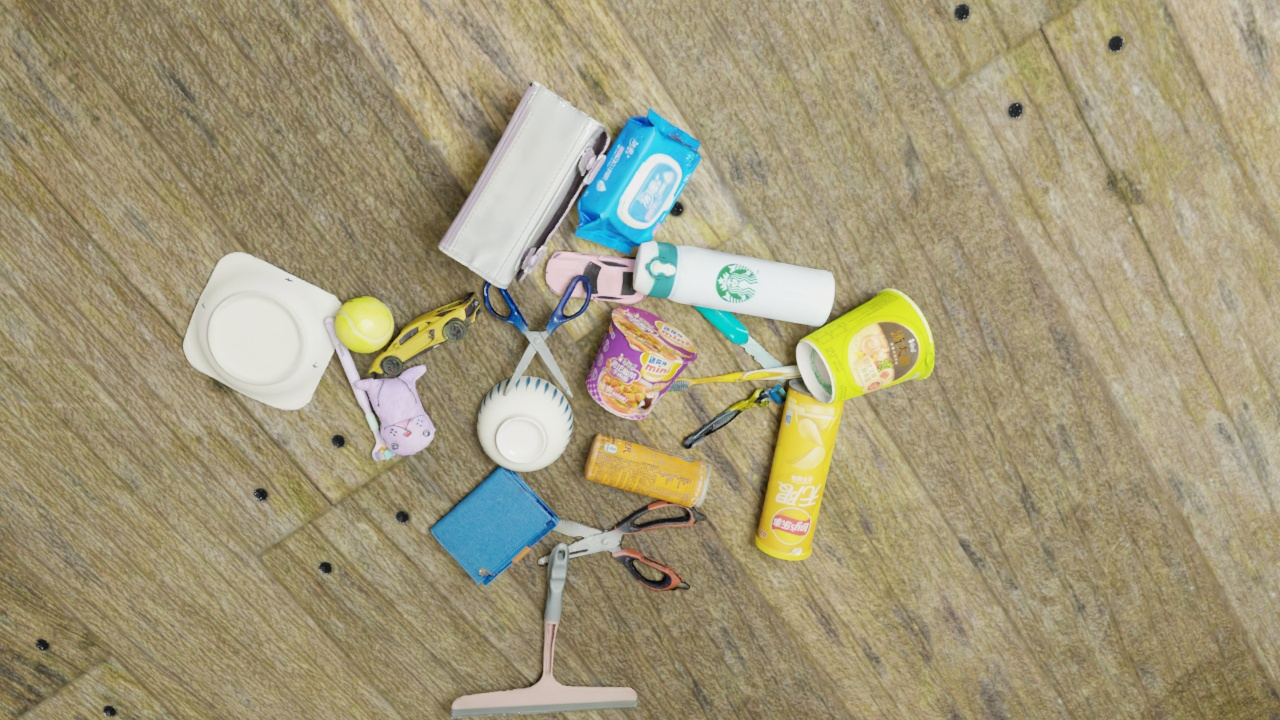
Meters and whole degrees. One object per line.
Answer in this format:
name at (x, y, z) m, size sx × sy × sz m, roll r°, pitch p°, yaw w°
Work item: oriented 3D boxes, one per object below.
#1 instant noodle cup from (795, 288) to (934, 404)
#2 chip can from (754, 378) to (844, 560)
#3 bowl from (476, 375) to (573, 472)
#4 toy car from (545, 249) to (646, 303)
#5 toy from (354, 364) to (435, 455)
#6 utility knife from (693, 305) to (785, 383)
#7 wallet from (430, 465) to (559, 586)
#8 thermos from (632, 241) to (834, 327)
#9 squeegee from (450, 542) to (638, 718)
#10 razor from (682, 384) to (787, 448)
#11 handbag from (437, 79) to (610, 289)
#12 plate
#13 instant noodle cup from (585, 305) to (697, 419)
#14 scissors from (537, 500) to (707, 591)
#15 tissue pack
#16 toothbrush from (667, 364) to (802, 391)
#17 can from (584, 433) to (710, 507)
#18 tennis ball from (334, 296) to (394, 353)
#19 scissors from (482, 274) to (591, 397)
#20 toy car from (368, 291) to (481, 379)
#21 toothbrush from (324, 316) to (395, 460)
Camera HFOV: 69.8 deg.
instant noodle cup at (0.246, -0.008, 1.032) m, size 0.123 × 0.112 × 0.112 m, roll -23°, pitch 106°, yaw -13°
chip can at (0.193, 0.132, 1.112) m, size 0.072 × 0.072 × 0.213 m, roll 8°, pitch 105°, yaw -3°
bowl at (-0.140, 0.083, 1.093) m, size 0.116 × 0.066 × 0.116 m, roll 0°, pitch 107°, yaw -1°
toy car at (-0.049, -0.095, 1.058) m, size 0.122 × 0.037 × 0.056 m, roll 6°, pitch 105°, yaw -2°
toy at (-0.284, 0.062, 1.100) m, size 0.084 × 0.039 × 0.108 m, roll -17°, pitch 105°, yaw -8°
utility knife at (0.096, -0.048, 1.085) m, size 0.223 × 0.013 × 0.029 m, roll 42°, pitch 104°, yaw -13°
wallet at (-0.181, 0.206, 1.144) m, size 0.133 × 0.040 × 0.106 m, roll -42°, pitch 94°, yaw 12°
thermos at (0.102, -0.087, 1.029) m, size 0.224 × 0.073 × 0.073 m, roll 9°, pitch 106°, yaw -12°
squeegee at (-0.113, 0.340, 1.184) m, size 0.247 × 0.040 × 0.250 m, roll 3°, pitch 108°, yaw -13°
razor at (0.112, 0.067, 1.118) m, size 0.143 × 0.022 × 0.042 m, roll -31°, pitch 148°, yaw 11°
handbag at (-0.115, -0.182, 0.973) m, size 0.098 × 0.144 × 0.197 m, roll 33°, pitch 103°, yaw -5°
plate at (-0.444, -0.028, 1.072) m, size 0.163 × 0.034 × 0.164 m, roll 27°, pitch 105°, yaw -9°
instant noodle cup at (-0.006, 0.006, 1.057) m, size 0.111 × 0.111 × 0.099 m, roll 28°, pitch 113°, yaw -9°
scissors at (-0.021, 0.230, 1.164) m, size 0.227 × 0.015 × 0.189 m, roll 36°, pitch 106°, yaw -11°
tissue pack at (-0.002, -0.188, 1.003) m, size 0.094 × 0.052 × 0.157 m, roll 18°, pitch 110°, yaw -48°
toothbrush at (0.124, 0.021, 1.099) m, size 0.191 × 0.018 × 0.016 m, roll -6°, pitch 118°, yaw 6°
can at (0.008, 0.135, 1.115) m, size 0.146 × 0.058 × 0.058 m, roll 16°, pitch 105°, yaw -6°
tennis ball at (-0.317, -0.041, 1.054) m, size 0.065 × 0.065 × 0.065 m, roll 0°, pitch 106°, yaw -1°
scissors at (-0.115, -0.035, 1.052) m, size 0.162 × 0.012 × 0.173 m, roll -36°, pitch 80°, yaw 14°
toy car at (-0.250, -0.027, 1.056) m, size 0.156 × 0.071 × 0.041 m, roll -30°, pitch 106°, yaw 8°
toothbrush at (-0.337, 0.035, 1.094) m, size 0.029 × 0.021 × 0.189 m, roll -17°, pitch 110°, yaw -3°
